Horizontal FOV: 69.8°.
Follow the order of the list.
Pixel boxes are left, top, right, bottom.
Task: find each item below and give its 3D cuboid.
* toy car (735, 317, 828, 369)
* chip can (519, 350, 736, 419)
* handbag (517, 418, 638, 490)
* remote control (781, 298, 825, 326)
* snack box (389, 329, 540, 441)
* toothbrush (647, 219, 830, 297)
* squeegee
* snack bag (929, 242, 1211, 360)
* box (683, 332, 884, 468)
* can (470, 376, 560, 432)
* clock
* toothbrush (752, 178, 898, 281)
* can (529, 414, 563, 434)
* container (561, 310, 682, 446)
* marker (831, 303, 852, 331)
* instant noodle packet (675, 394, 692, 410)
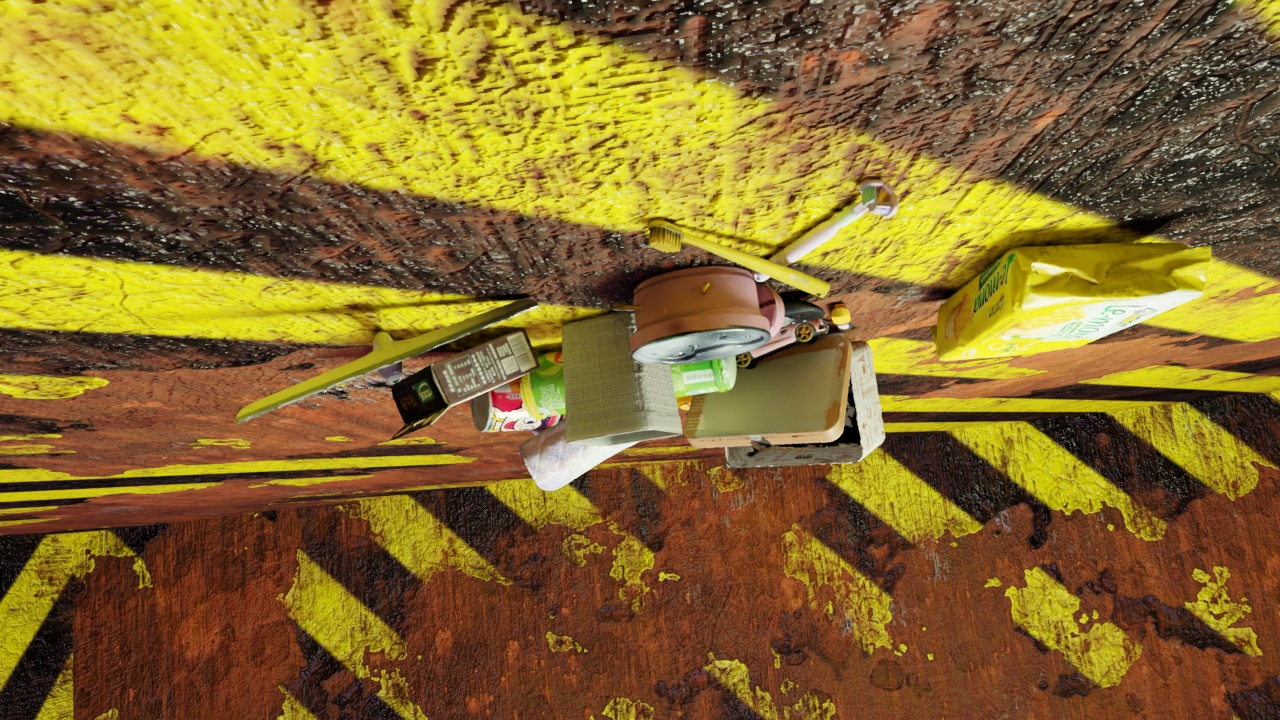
[{"bbox_3d":[0.141,-0.021,0.984,0.122,0.037,0.056,-22,172,14],"label":"toy car"},{"bbox_3d":[-0.011,0.012,0.957,0.221,0.072,0.072,-9,170,12],"label":"chip can"},{"bbox_3d":[-0.058,0.096,1.202,0.194,0.075,0.134,-32,170,-2],"label":"handbag"},{"bbox_3d":[0.106,-0.041,0.874,0.136,0.024,0.053,-10,166,15],"label":"remote control"},{"bbox_3d":[-0.175,0.023,0.872,0.125,0.053,0.113,-23,-179,-37],"label":"snack box"},{"bbox_3d":[0.076,-0.069,0.664,0.189,0.016,0.016,13,166,-42],"label":"toothbrush"},{"bbox_3d":[-0.228,-0.004,0.832,0.246,0.039,0.247,-23,-179,-15],"label":"squeegee"},{"bbox_3d":[0.377,-0.056,0.845,0.158,0.068,0.247,-6,170,-2],"label":"snack bag"},{"bbox_3d":[0.157,0.051,1.024,0.183,0.153,0.177,-7,-171,34],"label":"box"},{"bbox_3d":[-0.148,0.051,1.097,0.093,0.066,0.067,-1,168,-29],"label":"can"},{"bbox_3d":[0.057,-0.035,0.784,0.117,0.059,0.158,-14,166,30],"label":"clock"},{"bbox_3d":[0.124,-0.086,0.660,0.021,0.029,0.189,-43,-176,-20],"label":"toothbrush"},{"bbox_3d":[-0.133,0.073,1.261,0.053,0.053,0.135,-6,170,-6],"label":"can"},{"bbox_3d":[-0.021,0.018,0.868,0.090,0.114,0.090,-11,169,22],"label":"container"},{"bbox_3d":[0.212,-0.043,0.965,0.018,0.015,0.123,-8,172,15],"label":"marker"},{"bbox_3d":[0.112,0.045,1.299,0.111,0.044,0.128,-20,163,38],"label":"instant noodle packet"}]
